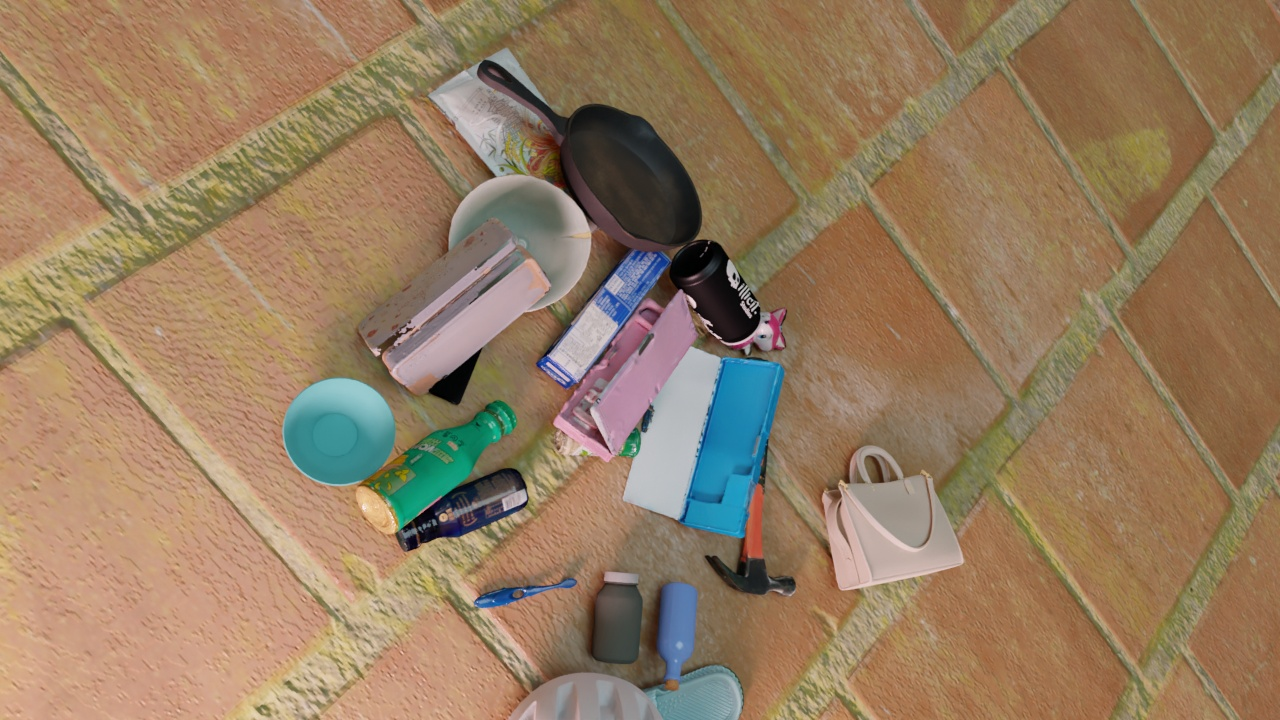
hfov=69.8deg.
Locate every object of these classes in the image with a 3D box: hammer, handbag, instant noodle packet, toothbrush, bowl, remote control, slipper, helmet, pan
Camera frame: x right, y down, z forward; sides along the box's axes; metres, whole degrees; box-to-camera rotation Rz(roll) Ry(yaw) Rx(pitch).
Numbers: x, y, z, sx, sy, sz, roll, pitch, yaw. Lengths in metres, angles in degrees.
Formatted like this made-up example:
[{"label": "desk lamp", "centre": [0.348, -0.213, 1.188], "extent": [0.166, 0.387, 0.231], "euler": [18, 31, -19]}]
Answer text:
[{"label": "hammer", "centre": [0.162, 0.158, 1.291], "extent": [0.133, 0.033, 0.332], "euler": [11, 75, -23]}, {"label": "handbag", "centre": [0.355, 0.221, 1.344], "extent": [0.194, 0.102, 0.197], "euler": [-3, 70, -26]}, {"label": "instant noodle packet", "centre": [-0.139, -0.277, 1.209], "extent": [0.269, 0.057, 0.146], "euler": [51, 57, -7]}, {"label": "toothbrush", "centre": [-0.141, 0.285, 1.128], "extent": [0.132, 0.016, 0.021], "euler": [-6, 83, -24]}, {"label": "bowl", "centre": [-0.346, 0.083, 1.047], "extent": [0.121, 0.046, 0.121], "euler": [5, 78, -25]}, {"label": "remote control", "centre": [-0.220, -0.017, 1.141], "extent": [0.045, 0.021, 0.140], "euler": [26, 69, -21]}, {"label": "slipper", "centre": [0.023, 0.461, 1.146], "extent": [0.275, 0.070, 0.116], "euler": [-13, 89, -28]}, {"label": "helmet", "centre": [-0.062, 0.504, 1.041], "extent": [0.224, 0.184, 0.281], "euler": [21, 65, -18]}, {"label": "pan", "centre": [-0.066, -0.267, 1.196], "extent": [0.356, 0.043, 0.248], "euler": [31, 43, -25]}, {"label": "bowl", "centre": [-0.153, -0.145, 1.165], "extent": [0.174, 0.068, 0.174], "euler": [0, 92, -7]}]

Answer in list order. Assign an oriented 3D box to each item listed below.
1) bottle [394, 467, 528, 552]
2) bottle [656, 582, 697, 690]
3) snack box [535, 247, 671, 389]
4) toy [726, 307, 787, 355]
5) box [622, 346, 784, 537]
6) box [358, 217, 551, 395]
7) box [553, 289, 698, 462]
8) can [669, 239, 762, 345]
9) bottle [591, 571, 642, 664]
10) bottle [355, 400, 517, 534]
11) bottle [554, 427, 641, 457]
[{"label": "bottle", "centre": [-0.212, 0.178, 1.089], "extent": [0.160, 0.056, 0.056], "euler": [-20, 90, -28]}, {"label": "bottle", "centre": [0.045, 0.351, 1.162], "extent": [0.048, 0.048, 0.131], "euler": [24, 49, -20]}, {"label": "snack box", "centre": [-0.046, -0.065, 1.213], "extent": [0.059, 0.059, 0.225], "euler": [41, 65, -11]}, {"label": "toy", "centre": [0.172, -0.042, 1.323], "extent": [0.102, 0.050, 0.065], "euler": [-8, 88, -22]}, {"label": "box", "centre": [0.088, 0.105, 1.256], "extent": [0.174, 0.064, 0.243], "euler": [14, 72, 7]}, {"label": "box", "centre": [-0.215, -0.059, 1.096], "extent": [0.216, 0.095, 0.108], "euler": [-40, 120, -5]}, {"label": "box", "centre": [-0.004, 0.007, 1.170], "extent": [0.099, 0.099, 0.231], "euler": [36, 57, 2]}, {"label": "can", "centre": [0.104, -0.092, 1.251], "extent": [0.146, 0.080, 0.080], "euler": [49, 61, -40]}, {"label": "bottle", "centre": [-0.028, 0.321, 1.149], "extent": [0.060, 0.060, 0.108], "euler": [11, 76, -24]}, {"label": "bottle", "centre": [-0.230, 0.116, 1.074], "extent": [0.209, 0.068, 0.068], "euler": [-38, 98, -39]}, {"label": "bottle", "centre": [-0.055, 0.103, 1.187], "extent": [0.109, 0.043, 0.042], "euler": [4, 79, -25]}]
